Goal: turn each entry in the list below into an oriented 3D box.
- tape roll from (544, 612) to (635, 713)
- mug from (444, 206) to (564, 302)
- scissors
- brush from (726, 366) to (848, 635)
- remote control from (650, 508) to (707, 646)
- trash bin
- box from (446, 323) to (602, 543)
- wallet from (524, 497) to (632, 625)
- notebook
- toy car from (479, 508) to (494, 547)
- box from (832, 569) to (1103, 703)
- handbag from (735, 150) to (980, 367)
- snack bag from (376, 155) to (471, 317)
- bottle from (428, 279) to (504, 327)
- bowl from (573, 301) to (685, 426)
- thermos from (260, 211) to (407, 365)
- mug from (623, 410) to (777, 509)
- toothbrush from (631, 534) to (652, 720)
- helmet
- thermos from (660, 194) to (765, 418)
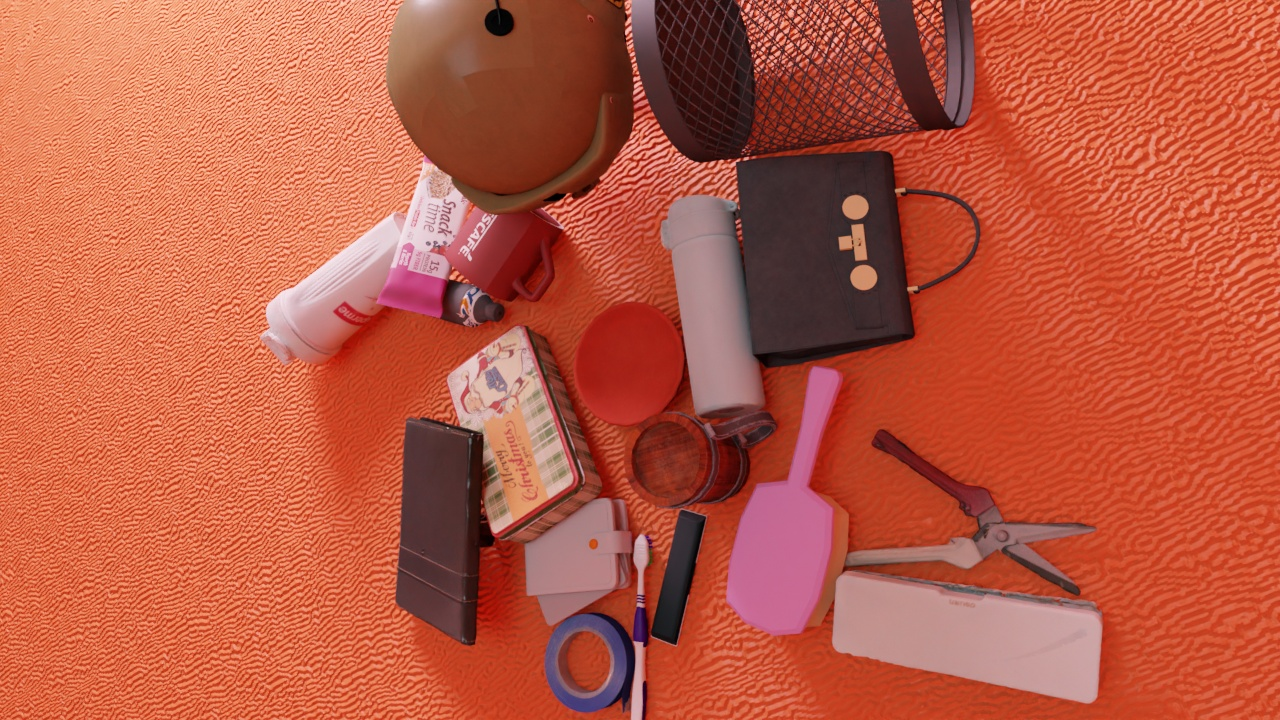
[{"bbox_3d":[-0.050,0.292,0.888,0.093,0.016,0.091,-4,80,28],"label":"tape roll"},{"bbox_3d":[-0.133,-0.116,0.965,0.116,0.080,0.097,41,102,21],"label":"mug"},{"bbox_3d":[0.250,0.135,0.750,0.179,0.015,0.198,-41,65,17],"label":"scissors"},{"bbox_3d":[0.139,0.119,0.789,0.089,0.043,0.228,14,89,40],"label":"brush"},{"bbox_3d":[0.035,0.203,0.859,0.028,0.011,0.124,12,88,30],"label":"remote control"},{"bbox_3d":[0.138,-0.282,0.772,0.228,0.217,0.217,-5,79,32],"label":"trash bin"},{"bbox_3d":[-0.121,0.071,0.926,0.118,0.050,0.205,-36,57,21],"label":"box"},{"bbox_3d":[-0.062,0.198,0.898,0.119,0.037,0.115,-12,74,29],"label":"wallet"},{"bbox_3d":[-0.210,0.169,0.950,0.170,0.029,0.209,6,90,53],"label":"notebook"},{"bbox_3d":[-0.171,0.148,0.956,0.037,0.040,0.092,162,109,-69],"label":"toy car"},{"bbox_3d":[0.251,0.214,0.719,0.199,0.067,0.083,2,63,28],"label":"box"},{"bbox_3d":[0.194,-0.096,0.803,0.196,0.072,0.175,-7,78,17],"label":"handbag"},{"bbox_3d":[-0.228,-0.141,1.009,0.070,0.016,0.196,14,66,-5],"label":"snack bag"},{"bbox_3d":[-0.198,-0.063,1.010,0.112,0.047,0.047,15,89,30],"label":"bottle"},{"bbox_3d":[-0.005,0.005,0.900,0.122,0.035,0.122,-5,79,28],"label":"bowl"},{"bbox_3d":[-0.344,-0.080,1.067,0.221,0.099,0.099,-36,67,14],"label":"thermos"},{"bbox_3d":[0.060,0.080,0.808,0.118,0.111,0.081,-37,66,18],"label":"mug"},{"bbox_3d":[0.001,0.259,0.867,0.015,0.016,0.186,-2,83,28],"label":"toothbrush"},{"bbox_3d":[-0.113,-0.258,0.863,0.251,0.255,0.232,-22,68,25],"label":"helmet"},{"bbox_3d":[0.068,-0.053,0.852,0.078,0.065,0.206,-11,76,14],"label":"thermos"}]
